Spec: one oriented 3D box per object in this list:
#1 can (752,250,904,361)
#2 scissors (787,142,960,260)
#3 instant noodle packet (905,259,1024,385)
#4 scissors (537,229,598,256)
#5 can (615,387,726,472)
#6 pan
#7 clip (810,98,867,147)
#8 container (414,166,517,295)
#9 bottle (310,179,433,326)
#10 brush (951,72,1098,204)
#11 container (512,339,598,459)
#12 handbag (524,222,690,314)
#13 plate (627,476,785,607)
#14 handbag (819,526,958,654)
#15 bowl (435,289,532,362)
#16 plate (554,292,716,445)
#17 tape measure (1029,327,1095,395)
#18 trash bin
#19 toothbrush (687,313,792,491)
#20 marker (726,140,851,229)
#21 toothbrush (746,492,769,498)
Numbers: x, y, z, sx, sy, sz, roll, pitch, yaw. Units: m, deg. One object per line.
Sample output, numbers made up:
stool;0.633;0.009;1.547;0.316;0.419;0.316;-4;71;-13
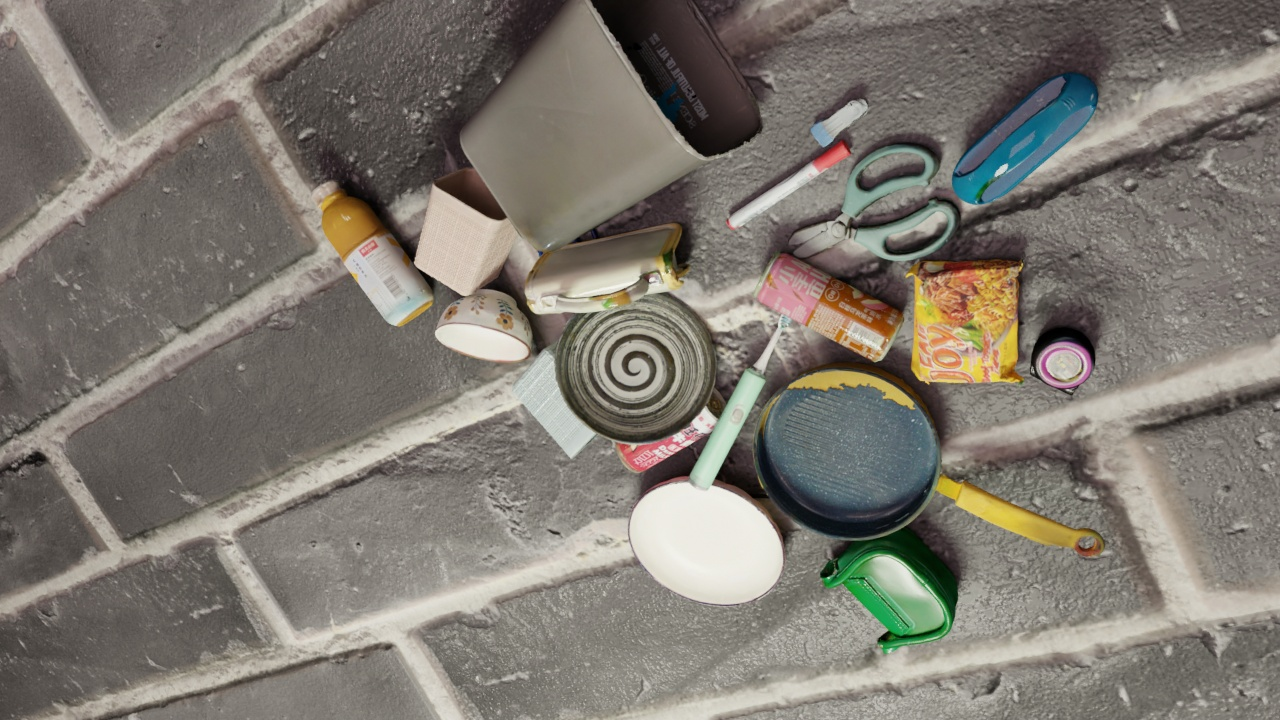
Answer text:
can;0.193;-0.056;0.943;0.147;0.057;0.058;29;118;9
scissors;0.232;-0.131;0.919;0.180;0.019;0.143;-33;96;28
instant noodle packet;0.321;-0.035;0.909;0.111;0.044;0.128;2;112;26
scissors;-0.065;-0.084;1.062;0.133;0.012;0.173;5;113;18
can;0.036;0.079;1.063;0.133;0.053;0.053;-33;96;29
pan;0.291;0.124;0.957;0.358;0.078;0.198;16;112;15
clip;0.194;-0.234;0.894;0.057;0.032;0.025;-34;93;37
container;-0.195;-0.145;1.048;0.090;0.089;0.111;31;122;7
bottle;-0.329;-0.132;1.116;0.068;0.067;0.189;-32;96;29
brush;0.340;-0.195;0.818;0.055;0.073;0.144;48;120;3
container;-0.078;0.037;1.073;0.111;0.089;0.090;45;119;2
handbag;-0.037;-0.078;0.952;0.163;0.178;0.063;-11;112;15
plate;0.081;0.211;1.096;0.192;0.038;0.193;10;123;15
handbag;0.281;0.257;1.028;0.131;0.067;0.120;45;121;0
bowl;-0.180;-0.046;1.084;0.114;0.113;0.062;0;68;22
plate;-0.006;0.006;1.018;0.179;0.024;0.179;1;77;-4
tape measure;0.409;-0.003;0.889;0.057;0.039;0.058;27;123;10
trash bin;-0.035;-0.235;0.897;0.220;0.198;0.199;-31;95;36
toothbrush;0.112;0.042;1.002;0.026;0.027;0.224;25;99;-10
marker;0.149;-0.177;0.935;0.146;0.017;0.017;-31;97;29
toothbrush;0.105;0.156;1.089;0.181;0.015;0.018;-3;103;22
